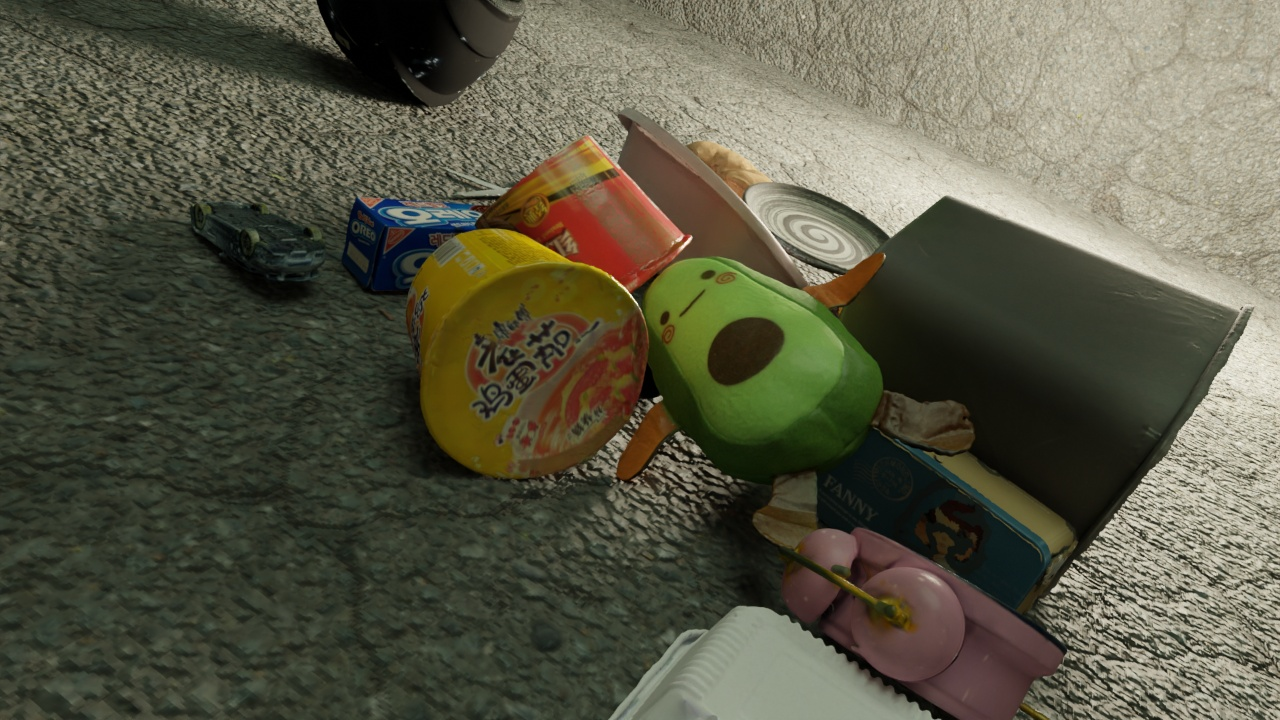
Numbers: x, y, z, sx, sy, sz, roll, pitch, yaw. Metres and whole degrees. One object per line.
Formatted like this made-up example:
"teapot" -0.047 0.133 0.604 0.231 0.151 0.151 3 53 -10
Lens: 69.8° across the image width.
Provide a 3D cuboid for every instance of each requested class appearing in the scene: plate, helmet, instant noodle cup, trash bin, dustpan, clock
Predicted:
"plate" 0.184 -0.130 0.949 0.179 0.024 0.179 16 33 -11
"helmet" -0.278 -0.446 1.107 0.275 0.230 0.233 33 13 18
"instant noodle cup" 0.075 0.178 0.394 0.173 0.060 0.137 33 28 18
"instant noodle cup" -0.079 -0.013 0.563 0.137 0.138 0.110 6 21 -30
"trash bin" 0.266 0.009 0.665 0.220 0.199 0.198 36 50 24
"instant noodle cup" -0.047 -0.092 0.681 0.108 0.138 0.137 53 26 -7
"dustpan" 0.083 -0.152 0.913 0.272 0.139 0.222 -7 42 -47
"clock" 0.135 0.131 0.464 0.158 0.059 0.117 36 -7 -26

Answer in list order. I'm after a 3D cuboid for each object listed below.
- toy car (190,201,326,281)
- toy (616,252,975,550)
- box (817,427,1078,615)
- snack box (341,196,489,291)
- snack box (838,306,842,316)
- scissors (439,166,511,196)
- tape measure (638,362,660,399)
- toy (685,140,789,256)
"toy car" -0.272 -0.086 0.651 0.121 0.037 0.054 28 26 34
"toy" 0.077 0.008 0.591 0.226 0.090 0.246 -36 46 -8
"box" 0.181 0.094 0.604 0.184 0.090 0.059 36 30 31
"snack box" -0.132 -0.092 0.745 0.207 0.057 0.058 -5 34 -42
"snack box" 0.298 -0.048 0.981 0.157 0.070 0.209 24 26 2
"scissors" -0.122 -0.172 0.954 0.162 0.012 0.175 30 28 15
"tape measure" -0.004 0.004 0.684 0.058 0.039 0.057 33 28 30
"toy" 0.130 -0.174 1.062 0.143 0.083 0.226 25 18 -42
